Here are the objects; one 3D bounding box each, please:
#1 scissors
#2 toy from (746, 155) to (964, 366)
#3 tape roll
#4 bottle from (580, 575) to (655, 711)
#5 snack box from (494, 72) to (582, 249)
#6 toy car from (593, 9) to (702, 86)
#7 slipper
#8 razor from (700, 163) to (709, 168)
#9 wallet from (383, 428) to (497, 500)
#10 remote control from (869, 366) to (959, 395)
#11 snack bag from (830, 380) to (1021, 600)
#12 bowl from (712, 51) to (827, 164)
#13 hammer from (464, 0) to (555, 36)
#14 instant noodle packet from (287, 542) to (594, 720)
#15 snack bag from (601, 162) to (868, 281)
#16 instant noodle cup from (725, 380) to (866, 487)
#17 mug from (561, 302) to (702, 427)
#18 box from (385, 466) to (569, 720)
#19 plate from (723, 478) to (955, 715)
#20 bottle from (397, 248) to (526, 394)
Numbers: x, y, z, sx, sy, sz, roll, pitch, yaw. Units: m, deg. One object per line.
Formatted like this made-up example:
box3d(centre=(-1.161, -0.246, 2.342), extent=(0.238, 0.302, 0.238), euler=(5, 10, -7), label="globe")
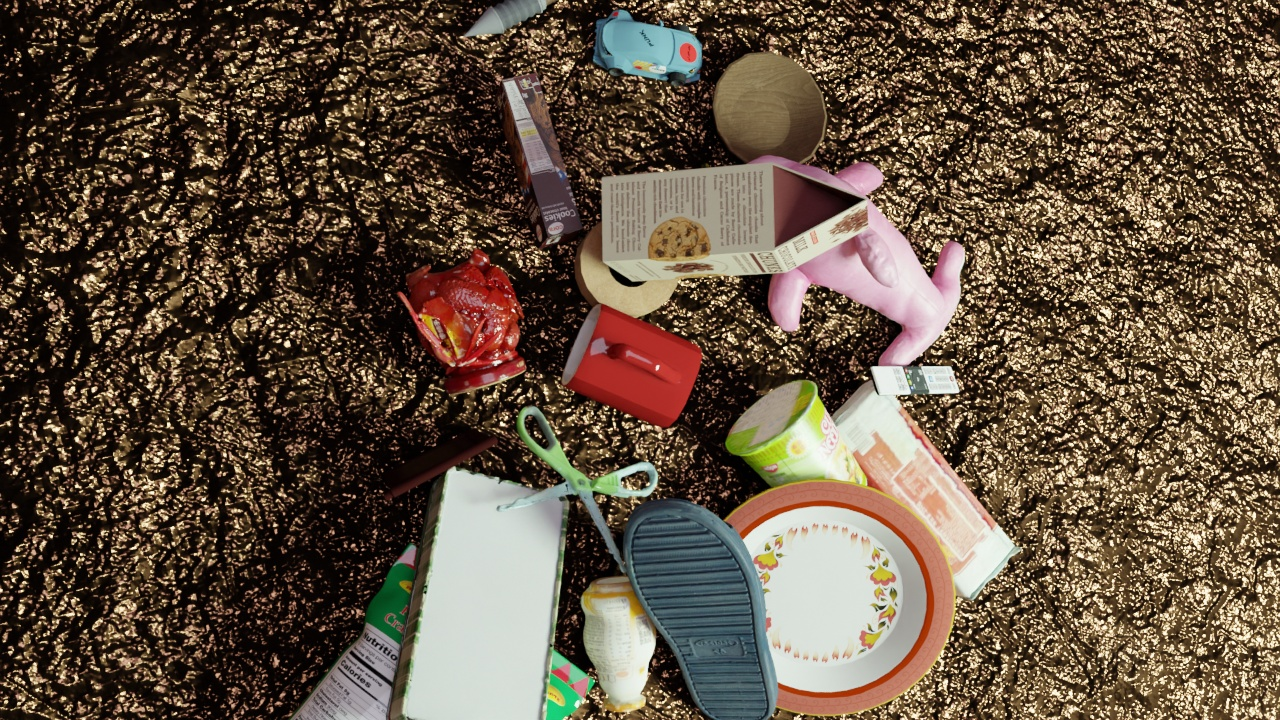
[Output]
box3d(centre=(-0.052, 0.106, 0.785), extent=(0.171, 0.021, 0.171), euler=(-9, 60, -47), label="scissors")
box3d(centre=(0.204, -0.099, 0.851), extent=(0.265, 0.128, 0.186), euler=(33, 86, -19), label="toy")
box3d(centre=(-0.012, -0.086, 0.840), extent=(0.094, 0.027, 0.094), euler=(1, 85, -15), label="tape roll")
box3d(centre=(-0.018, 0.244, 0.791), extent=(0.063, 0.063, 0.108), euler=(-3, 86, -16), label="bottle")
box3d(centre=(-0.091, -0.175, 0.813), extent=(0.031, 0.051, 0.141), euler=(-16, 90, -16), label="snack box")
box3d(centre=(0.011, -0.296, 0.864), extent=(0.107, 0.027, 0.060), euler=(6, 84, -15), label="toy car")
box3d(centre=(0.064, 0.203, 0.786), extent=(0.101, 0.082, 0.264), euler=(-9, 122, 19), label="slipper")
box3d(centre=(0.020, -0.152, 0.859), extent=(0.105, 0.026, 0.042), euler=(-16, 92, -12), label="razor")
box3d(centre=(-0.164, 0.082, 0.738), extent=(0.091, 0.116, 0.018), euler=(-27, 94, -16), label="wallet")
box3d(centre=(0.266, 0.020, 0.893), extent=(0.124, 0.012, 0.028), euler=(0, 68, -37), label="remote control")
box3d(centre=(0.272, 0.126, 0.895), extent=(0.077, 0.041, 0.225), euler=(-42, 98, -14), label="snack bag")
box3d(centre=(0.120, -0.236, 0.888), extent=(0.117, 0.030, 0.118), euler=(1, 85, -15), label="bowl")
box3d(centre=(-0.023, -0.376, 0.859), extent=(0.321, 0.043, 0.156), euler=(-32, 94, -13), label="hammer")
box3d(centre=(-0.184, 0.307, 0.725), extent=(0.195, 0.090, 0.252), euler=(39, 71, -7), label="instant noodle packet")
box3d(centre=(0.081, -0.113, 0.755), extent=(0.206, 0.094, 0.070), euler=(-2, 85, 15), label="snack bag")
box3d(centre=(0.149, 0.089, 0.840), extent=(0.098, 0.099, 0.108), euler=(-44, 104, -15), label="instant noodle cup")
box3d(centre=(-0.005, 0.005, 0.788), extent=(0.096, 0.116, 0.080), euler=(23, 84, -12), label="mug")
box3d(centre=(-0.125, 0.192, 0.728), extent=(0.117, 0.050, 0.205), euler=(17, 55, -22), label="box")
box3d(centre=(0.163, 0.212, 0.825), extent=(0.230, 0.021, 0.230), euler=(2, 103, 7), label="plate")
box3d(centre=(-0.146, -0.033, 0.761), extent=(0.098, 0.099, 0.111), euler=(-18, 96, -16), label="bottle")
